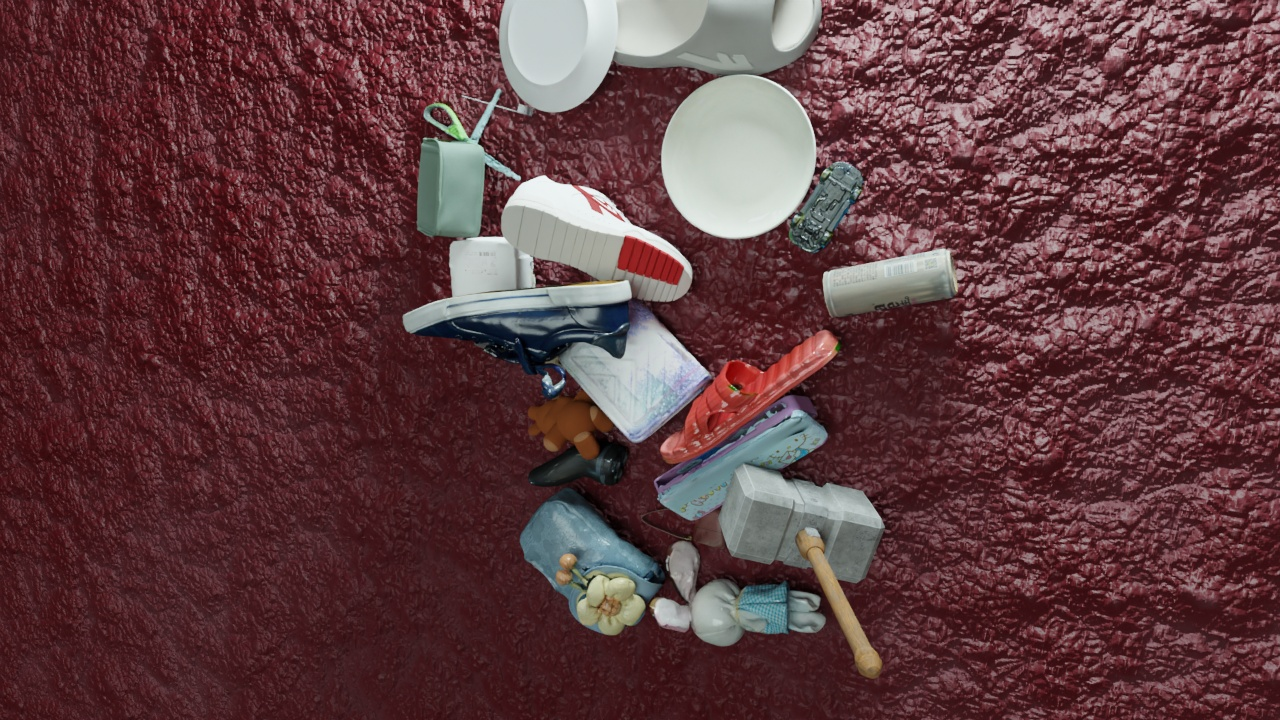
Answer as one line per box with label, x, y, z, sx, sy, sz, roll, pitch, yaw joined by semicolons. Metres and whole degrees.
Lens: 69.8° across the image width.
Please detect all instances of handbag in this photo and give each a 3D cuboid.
handbag;-0.244;-0.221;1.171;0.106;0.067;0.122;24;113;56
handbag;0.055;0.205;1.165;0.120;0.029;0.055;2;96;28
handbag;-0.069;0.263;1.177;0.192;0.118;0.122;43;112;5
handbag;-0.007;0.007;1.137;0.126;0.069;0.158;-43;81;10

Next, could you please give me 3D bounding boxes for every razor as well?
razor;-0.082;0.144;1.199;0.141;0.052;0.064;-19;98;27

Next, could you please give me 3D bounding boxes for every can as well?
can;0.272;-0.084;1.003;0.136;0.054;0.054;-10;95;24

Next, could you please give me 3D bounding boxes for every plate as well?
plate;-0.108;-0.398;1.110;0.189;0.016;0.188;7;102;35
plate;0.114;-0.233;1.056;0.182;0.034;0.182;4;101;23

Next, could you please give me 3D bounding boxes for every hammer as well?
hammer;0.188;0.219;0.929;0.162;0.317;0.083;14;106;-8

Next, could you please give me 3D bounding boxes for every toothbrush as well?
toothbrush;-0.166;-0.305;1.084;0.010;0.181;0.010;21;103;13

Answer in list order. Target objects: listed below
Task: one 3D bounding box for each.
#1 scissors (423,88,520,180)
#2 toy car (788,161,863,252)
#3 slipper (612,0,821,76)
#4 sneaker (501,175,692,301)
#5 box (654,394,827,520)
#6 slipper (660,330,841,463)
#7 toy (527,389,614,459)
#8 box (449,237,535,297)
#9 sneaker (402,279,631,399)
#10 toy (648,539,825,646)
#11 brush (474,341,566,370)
scissors;-0.223;-0.279;1.207;0.171;0.021;0.172;38;107;16
toy car;0.209;-0.170;1.027;0.048;0.032;0.105;35;105;15
slipper;0.063;-0.382;1.027;0.266;0.080;0.113;8;99;22
sneaker;-0.042;-0.158;1.111;0.236;0.104;0.091;19;138;-1
box;0.115;0.115;1.087;0.215;0.078;0.065;-36;55;24
slipper;0.116;0.031;1.066;0.249;0.103;0.059;-37;98;17
toy;-0.096;0.080;1.177;0.128;0.094;0.065;5;141;49
box;-0.185;-0.111;1.208;0.102;0.091;0.107;3;106;16
sneaker;-0.150;-0.025;1.100;0.295;0.120;0.127;-2;99;19
toy;0.124;0.304;1.129;0.205;0.130;0.106;3;131;15
brush;-0.160;-0.017;1.224;0.151;0.012;0.039;18;106;18
